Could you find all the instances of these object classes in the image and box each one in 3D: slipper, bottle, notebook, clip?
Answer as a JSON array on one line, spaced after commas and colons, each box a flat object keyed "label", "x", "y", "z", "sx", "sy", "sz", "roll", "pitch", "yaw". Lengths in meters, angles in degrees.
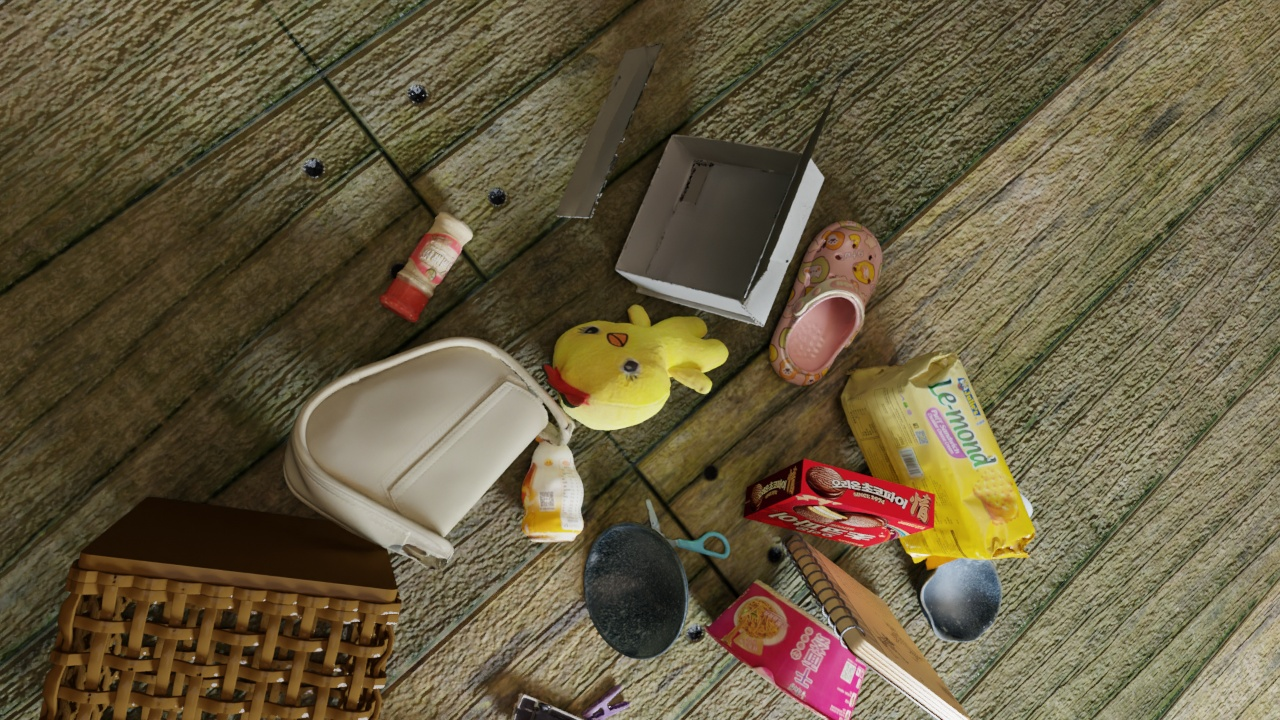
[{"label": "slipper", "x": 0.217, "y": -0.061, "z": 1.014, "sx": 0.093, "sy": 0.081, "sz": 0.197, "roll": 28, "pitch": 85, "yaw": -18}, {"label": "bottle", "x": -0.089, "y": 0.128, "z": 0.927, "sx": 0.063, "sy": 0.063, "sz": 0.108, "roll": 3, "pitch": 76, "yaw": -18}, {"label": "notebook", "x": 0.236, "y": 0.273, "z": 0.953, "sx": 0.167, "sy": 0.225, "sz": 0.024, "roll": 39, "pitch": 97, "yaw": -15}, {"label": "bottle", "x": -0.208, "y": -0.091, "z": 0.892, "sx": 0.044, "sy": 0.044, "sz": 0.109, "roll": 35, "pitch": 80, "yaw": -16}, {"label": "clip", "x": -0.038, "y": 0.367, "z": 0.975, "sx": 0.051, "sy": 0.013, "sz": 0.032, "roll": -25, "pitch": 97, "yaw": -14}]

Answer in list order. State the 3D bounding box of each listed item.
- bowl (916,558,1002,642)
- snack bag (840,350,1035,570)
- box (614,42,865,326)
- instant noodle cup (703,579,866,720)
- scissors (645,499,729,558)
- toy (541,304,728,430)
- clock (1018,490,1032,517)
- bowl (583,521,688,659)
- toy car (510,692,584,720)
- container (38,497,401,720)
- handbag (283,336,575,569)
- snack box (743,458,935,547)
[{"label": "bowl", "x": 0.367, "y": 0.272, "z": 1.083, "sx": 0.110, "sy": 0.055, "sz": 0.110, "roll": 0, "pitch": 91, "yaw": -18}, {"label": "snack bag", "x": 0.312, "y": 0.113, "z": 0.990, "sx": 0.068, "sy": 0.160, "sz": 0.247, "roll": -23, "pitch": 89, "yaw": -27}, {"label": "box", "x": 0.085, "y": -0.141, "z": 0.831, "sx": 0.165, "sy": 0.330, "sz": 0.167, "roll": 22, "pitch": 83, "yaw": -4}, {"label": "instant noodle cup", "x": 0.159, "y": 0.295, "z": 0.948, "sx": 0.178, "sy": 0.179, "sz": 0.077, "roll": 35, "pitch": 83, "yaw": -16}, {"label": "scissors", "x": 0.043, "y": 0.209, "z": 0.998, "sx": 0.129, "sy": 0.015, "sz": 0.135, "roll": -17, "pitch": 99, "yaw": -16}, {"label": "toy", "x": -0.006, "y": 0.005, "z": 0.932, "sx": 0.207, "sy": 0.134, "sz": 0.092, "roll": -25, "pitch": 141, "yaw": -24}, {"label": "clock", "x": 0.406, "y": 0.170, "z": 1.080, "sx": 0.117, "sy": 0.083, "sz": 0.057, "roll": 45, "pitch": 72, "yaw": -17}, {"label": "bowl", "x": 0.010, "y": 0.232, "z": 0.946, "sx": 0.057, "sy": 0.137, "sz": 0.137, "roll": 3, "pitch": 90, "yaw": -50}, {"label": "toy car", "x": -0.085, "y": 0.382, "z": 0.946, "sx": 0.113, "sy": 0.039, "sz": 0.039, "roll": 31, "pitch": 56, "yaw": -17}, {"label": "container", "x": -0.333, "y": 0.251, "z": 0.748, "sx": 0.219, "sy": 0.252, "sz": 0.214, "roll": 12, "pitch": 87, "yaw": -18}, {"label": "handbag", "x": -0.200, "y": 0.082, "z": 0.854, "sx": 0.184, "sy": 0.132, "sz": 0.228, "roll": 43, "pitch": 52, "yaw": 1}, {"label": "snack box", "x": 0.209, "y": 0.156, "z": 0.979, "sx": 0.152, "sy": 0.133, "sz": 0.035, "roll": 16, "pitch": 66, "yaw": -14}]
